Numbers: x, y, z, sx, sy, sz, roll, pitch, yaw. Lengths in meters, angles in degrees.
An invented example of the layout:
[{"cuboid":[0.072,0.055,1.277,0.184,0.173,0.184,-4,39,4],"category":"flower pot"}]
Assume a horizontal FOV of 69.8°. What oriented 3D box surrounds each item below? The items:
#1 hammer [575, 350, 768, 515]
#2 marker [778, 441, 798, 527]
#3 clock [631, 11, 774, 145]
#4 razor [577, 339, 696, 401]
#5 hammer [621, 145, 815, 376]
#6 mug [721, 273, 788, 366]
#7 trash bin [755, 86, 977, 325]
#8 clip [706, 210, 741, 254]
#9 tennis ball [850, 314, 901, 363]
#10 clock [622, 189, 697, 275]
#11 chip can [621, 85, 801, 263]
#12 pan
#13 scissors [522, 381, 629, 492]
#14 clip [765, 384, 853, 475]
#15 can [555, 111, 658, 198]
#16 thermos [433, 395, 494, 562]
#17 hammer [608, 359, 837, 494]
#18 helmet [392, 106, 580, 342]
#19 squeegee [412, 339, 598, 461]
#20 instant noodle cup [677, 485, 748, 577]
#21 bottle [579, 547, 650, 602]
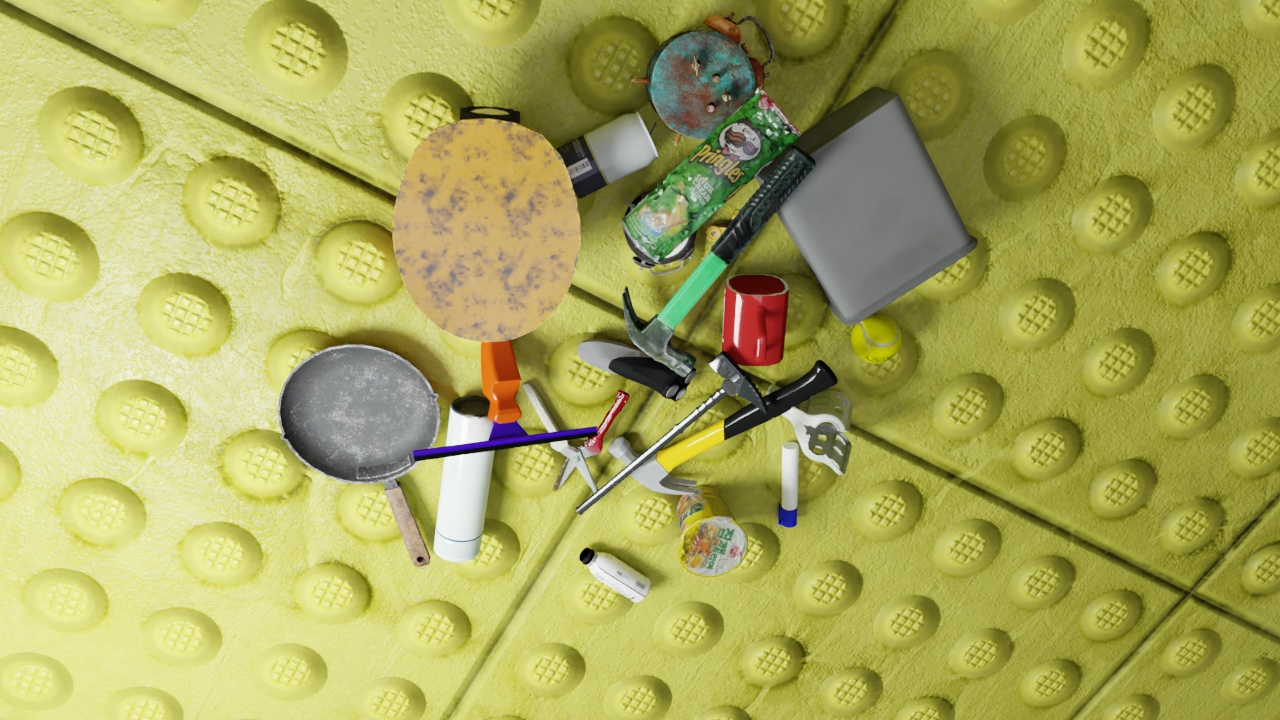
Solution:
[{"cuboid":[0.027,0.120,1.227,0.095,0.015,0.326,47,116,-3],"category":"hammer"},{"cuboid":[0.215,0.181,1.334,0.027,0.023,0.133,4,116,14],"category":"marker"},{"cuboid":[0.082,-0.329,1.056,0.158,0.073,0.121,-35,114,8],"category":"clock"},{"cuboid":[-0.007,0.007,1.210,0.156,0.060,0.057,24,121,-2],"category":"razor"},{"cuboid":[0.094,-0.124,1.104,0.130,0.032,0.320,36,119,-8],"category":"hammer"},{"cuboid":[0.148,-0.047,1.169,0.080,0.116,0.097,0,115,-2],"category":"mug"},{"cuboid":[0.275,-0.188,1.133,0.192,0.097,0.220,-33,113,8],"category":"trash bin"},{"cuboid":[0.110,-0.161,1.162,0.048,0.046,0.054,-15,120,-29],"category":"clip"},{"cuboid":[0.315,-0.029,1.227,0.065,0.065,0.065,-3,115,-6],"category":"tennis ball"},{"cuboid":[0.026,-0.160,1.141,0.091,0.043,0.123,-13,115,-1],"category":"clock"},{"cuboid":[0.076,-0.207,1.049,0.075,0.075,0.224,40,110,-22],"category":"chip can"},{"cuboid":[-0.347,0.134,1.231,0.207,0.040,0.357,-15,116,-1],"category":"pan"},{"cuboid":[-0.096,0.097,1.249,0.179,0.015,0.200,34,117,-9],"category":"scissors"},{"cuboid":[0.240,0.072,1.240,0.110,0.126,0.150,-42,89,20],"category":"clip"},{"cuboid":[-0.036,-0.245,1.083,0.127,0.064,0.064,-26,115,4],"category":"can"},{"cuboid":[-0.236,0.163,1.243,0.068,0.068,0.230,6,113,-10],"category":"thermos"},{"cuboid":[0.117,0.090,1.222,0.324,0.029,0.127,-31,115,28],"category":"hammer"},{"cuboid":[-0.176,-0.162,1.066,0.205,0.131,0.256,1,114,-9],"category":"helmet"},{"cuboid":[-0.179,0.019,1.171,0.249,0.055,0.185,-6,92,-30],"category":"squeegee"},{"cuboid":[0.093,0.233,1.294,0.102,0.108,0.102,-3,115,-6],"category":"instant noodle cup"},{"cuboid":[-0.040,0.312,1.351,0.116,0.041,0.041,37,105,-21],"category":"bottle"}]
